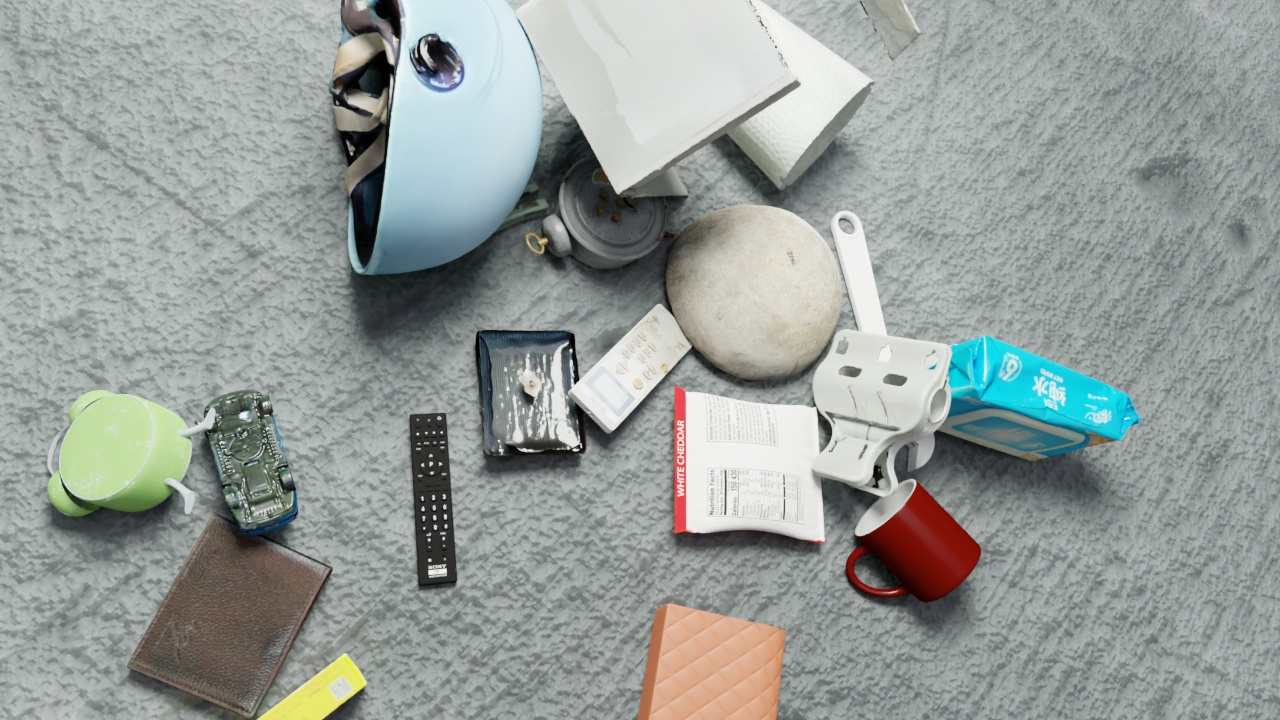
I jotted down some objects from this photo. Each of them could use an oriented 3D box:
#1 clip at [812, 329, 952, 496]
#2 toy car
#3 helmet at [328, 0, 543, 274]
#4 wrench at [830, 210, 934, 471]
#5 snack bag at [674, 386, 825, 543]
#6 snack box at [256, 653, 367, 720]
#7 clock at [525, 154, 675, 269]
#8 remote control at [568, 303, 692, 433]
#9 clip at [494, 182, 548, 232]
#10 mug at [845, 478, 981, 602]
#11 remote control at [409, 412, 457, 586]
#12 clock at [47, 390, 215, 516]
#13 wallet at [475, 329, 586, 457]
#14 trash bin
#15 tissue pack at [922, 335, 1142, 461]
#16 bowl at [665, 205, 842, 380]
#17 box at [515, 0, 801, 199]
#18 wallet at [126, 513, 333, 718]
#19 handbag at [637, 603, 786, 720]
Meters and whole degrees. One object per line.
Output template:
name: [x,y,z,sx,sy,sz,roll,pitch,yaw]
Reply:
clip: [0.210,0.047,0.827,0.075,0.125,0.144,16,87,-38]
toy car: [-0.298,0.078,0.701,0.056,0.044,0.120,-18,63,-21]
helmet: [-0.165,-0.192,0.735,0.166,0.226,0.265,6,70,-22]
wrench: [0.231,-0.024,0.908,0.066,0.018,0.273,-4,73,-18]
snack bag: [0.099,0.093,0.817,0.144,0.039,0.130,8,68,-18]
snack box: [-0.265,0.268,0.654,0.147,0.040,0.029,-36,85,-23]
clock: [-0.040,-0.129,0.838,0.147,0.056,0.104,-26,85,-25]
remote control: [-0.005,0.005,0.816,0.050,0.011,0.135,45,55,-1]
clip: [-0.122,-0.136,0.836,0.076,0.023,0.045,-25,80,-24]
mug: [0.236,0.172,0.823,0.106,0.073,0.082,-44,89,5]
remote control: [-0.170,0.111,0.749,0.030,0.009,0.140,-2,73,-17]
clock: [-0.381,0.067,0.670,0.119,0.042,0.094,-2,69,15]
wallet: [-0.094,0.028,0.788,0.089,0.026,0.115,0,73,-19]
trash bin: [0.123,-0.271,0.899,0.161,0.133,0.133,43,66,6]
tissue pack: [0.350,0.041,0.857,0.209,0.117,0.066,17,68,-19]
bowl: [0.120,-0.075,0.852,0.178,0.081,0.178,6,71,-19]
box: [0.000,-0.229,0.828,0.171,0.380,0.167,-28,90,-9]
wallet: [-0.300,0.187,0.676,0.099,0.031,0.119,26,68,-4]
handbag: [0.053,0.293,0.728,0.109,0.060,0.171,14,67,-6]
